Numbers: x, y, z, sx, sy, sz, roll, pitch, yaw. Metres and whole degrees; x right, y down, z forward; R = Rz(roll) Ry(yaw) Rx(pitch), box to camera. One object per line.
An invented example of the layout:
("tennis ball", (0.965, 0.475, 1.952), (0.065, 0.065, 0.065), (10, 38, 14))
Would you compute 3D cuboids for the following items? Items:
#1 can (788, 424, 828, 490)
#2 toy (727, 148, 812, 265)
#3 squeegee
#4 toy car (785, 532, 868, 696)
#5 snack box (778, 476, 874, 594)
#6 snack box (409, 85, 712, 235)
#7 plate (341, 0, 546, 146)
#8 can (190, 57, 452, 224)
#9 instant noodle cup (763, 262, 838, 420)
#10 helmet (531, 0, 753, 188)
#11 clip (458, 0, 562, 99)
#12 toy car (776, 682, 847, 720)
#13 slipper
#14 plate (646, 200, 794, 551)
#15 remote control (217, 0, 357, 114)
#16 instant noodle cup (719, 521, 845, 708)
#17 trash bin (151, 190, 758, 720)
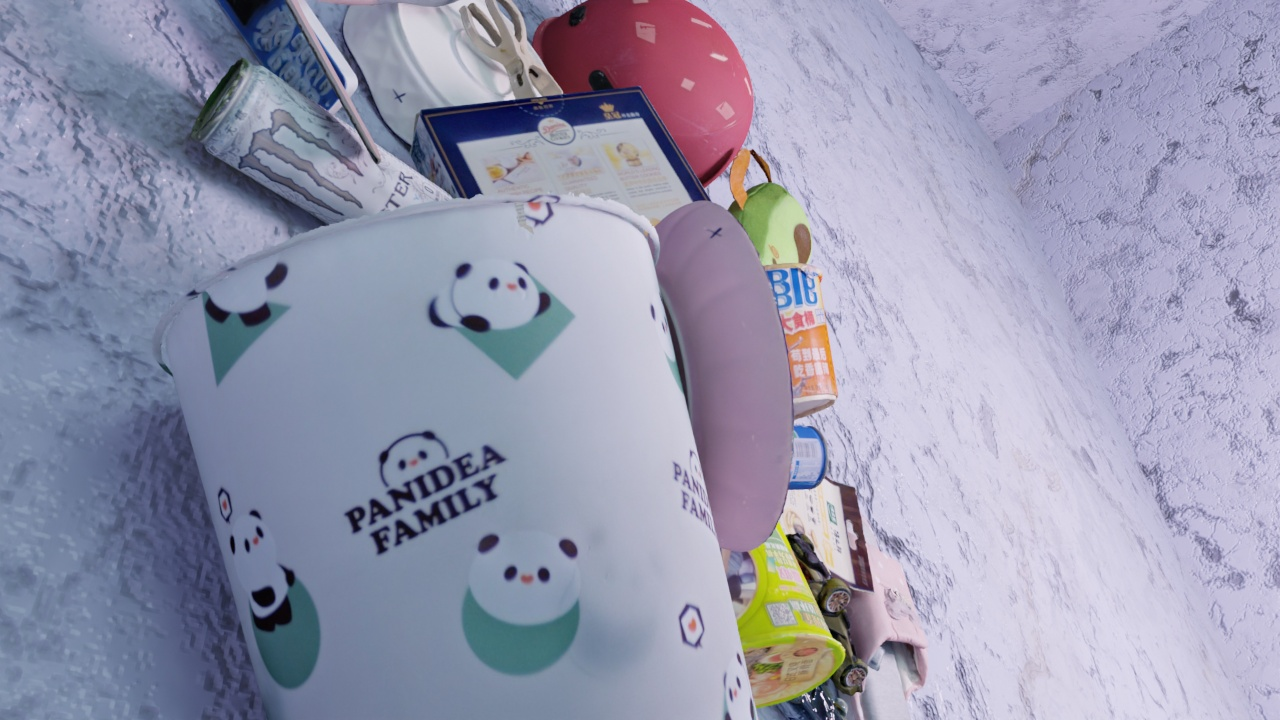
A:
("can", (0.079, 0.076, 0.725), (0.134, 0.053, 0.053), (4, 57, -25))
("toy", (0.124, -0.114, 0.950), (0.245, 0.090, 0.227), (-57, 135, -49))
("squeegee", (-0.182, -0.252, 0.614), (0.247, 0.040, 0.249), (61, 26, -8))
("toy car", (0.139, 0.201, 0.716), (0.070, 0.042, 0.158), (-126, -167, -61))
("snack box", (0.139, 0.140, 0.798), (0.125, 0.053, 0.113), (36, 37, -32))
("snack box", (-0.042, -0.106, 0.640), (0.177, 0.046, 0.182), (-15, 64, -28))
("plate", (-0.137, -0.226, 0.736), (0.205, 0.046, 0.204), (35, 37, -33))
("can", (-0.187, -0.115, 0.553), (0.146, 0.058, 0.058), (33, 39, -36))
("instant noodle cup", (0.096, -0.004, 0.783), (0.151, 0.152, 0.111), (5, 68, -53))
("helmet", (0.021, -0.273, 0.893), (0.239, 0.144, 0.206), (12, 55, -57))
("clip", (-0.100, -0.244, 0.728), (0.100, 0.035, 0.070), (56, 30, -14))
("toy car", (0.126, 0.258, 0.695), (0.090, 0.034, 0.042), (53, 29, -12))
("slipper", (0.212, 0.245, 0.809), (0.114, 0.055, 0.273), (36, 38, -32))
("plate", (0.024, 0.011, 0.501), (0.039, 0.193, 0.192), (-7, 64, -16))
("remote control", (-0.231, -0.214, 0.588), (0.125, 0.049, 0.024), (56, 29, -5))
("instant noodle cup", (0.070, 0.162, 0.639), (0.111, 0.112, 0.123), (30, 34, -38))
("trash bin", (-0.065, 0.091, 0.401), (0.229, 0.230, 0.251), (2, 67, -54))
